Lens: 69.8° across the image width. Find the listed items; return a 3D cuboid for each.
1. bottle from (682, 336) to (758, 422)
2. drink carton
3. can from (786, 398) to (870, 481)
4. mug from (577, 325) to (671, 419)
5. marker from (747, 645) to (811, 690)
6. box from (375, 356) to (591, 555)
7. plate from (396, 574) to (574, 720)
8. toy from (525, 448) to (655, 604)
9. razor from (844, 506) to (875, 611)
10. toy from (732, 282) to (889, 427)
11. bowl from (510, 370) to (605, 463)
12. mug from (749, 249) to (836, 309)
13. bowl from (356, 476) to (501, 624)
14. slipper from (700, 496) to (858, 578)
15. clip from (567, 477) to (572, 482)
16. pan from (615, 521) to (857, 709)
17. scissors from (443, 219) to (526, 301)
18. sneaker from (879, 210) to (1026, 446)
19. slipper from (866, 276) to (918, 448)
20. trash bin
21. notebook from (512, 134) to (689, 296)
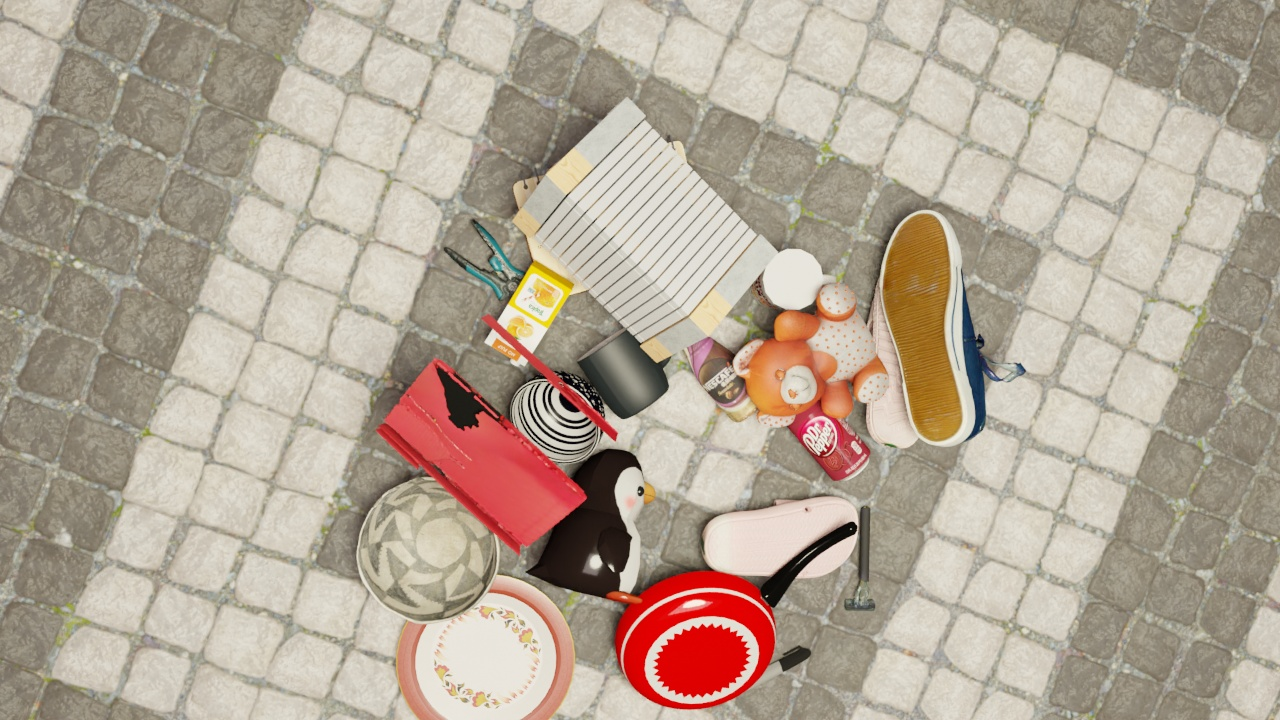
[{"bbox_3d":[0.091,0.002,1.181,0.059,0.059,0.166,-41,94,-2],"label":"bottle"},{"bbox_3d":[-0.141,-0.057,1.153,0.058,0.040,0.123,31,104,-8],"label":"drink carton"},{"bbox_3d":[0.244,0.099,1.198,0.063,0.063,0.114,-41,96,-2],"label":"can"},{"bbox_3d":[-0.007,0.007,1.168,0.121,0.085,0.094,-38,97,-31],"label":"mug"},{"bbox_3d":[0.167,0.422,1.239,0.138,0.016,0.022,-26,64,-2],"label":"marker"},{"bbox_3d":[-0.180,0.112,1.011,0.211,0.319,0.121,44,82,-4],"label":"box"},{"bbox_3d":[-0.201,0.390,1.199,0.229,0.021,0.230,0,94,-5],"label":"plate"},{"bbox_3d":[-0.057,0.198,1.146,0.140,0.159,0.183,15,75,-12],"label":"toy"},{"bbox_3d":[0.301,0.268,1.235,0.043,0.022,0.144,2,93,-6],"label":"razor"},{"bbox_3d":[0.207,0.005,1.124,0.172,0.093,0.164,-30,112,-2],"label":"toy"},{"bbox_3d":[-0.096,0.062,1.159,0.120,0.066,0.120,9,119,16],"label":"bowl"},{"bbox_3d":[0.197,-0.102,1.168,0.105,0.089,0.073,0,94,-5],"label":"mug"},{"bbox_3d":[-0.256,0.233,1.152,0.178,0.081,0.178,0,90,6],"label":"bowl"},{"bbox_3d":[0.185,0.234,1.207,0.221,0.056,0.107,-3,96,-14],"label":"slipper"},{"bbox_3d":[-0.187,0.164,1.184,0.174,0.030,0.159,40,91,-5],"label":"clip"},{"bbox_3d":[0.132,0.321,1.165,0.356,0.067,0.209,-35,116,10],"label":"pan"},{"bbox_3d":[-0.184,-0.117,1.169,0.123,0.019,0.148,-7,96,-5],"label":"scissors"},{"bbox_3d":[0.388,-0.041,1.146,0.127,0.121,0.294,1,79,-45],"label":"sneaker"},{"bbox_3d":[0.335,-0.002,1.201,0.094,0.064,0.239,10,80,-9],"label":"slipper"},{"bbox_3d":[0.002,-0.146,1.075,0.247,0.143,0.142,44,66,-8],"label":"trash bin"},{"bbox_3d":[-0.038,-0.183,1.176,0.225,0.024,0.167,-15,96,-4],"label":"notebook"}]
